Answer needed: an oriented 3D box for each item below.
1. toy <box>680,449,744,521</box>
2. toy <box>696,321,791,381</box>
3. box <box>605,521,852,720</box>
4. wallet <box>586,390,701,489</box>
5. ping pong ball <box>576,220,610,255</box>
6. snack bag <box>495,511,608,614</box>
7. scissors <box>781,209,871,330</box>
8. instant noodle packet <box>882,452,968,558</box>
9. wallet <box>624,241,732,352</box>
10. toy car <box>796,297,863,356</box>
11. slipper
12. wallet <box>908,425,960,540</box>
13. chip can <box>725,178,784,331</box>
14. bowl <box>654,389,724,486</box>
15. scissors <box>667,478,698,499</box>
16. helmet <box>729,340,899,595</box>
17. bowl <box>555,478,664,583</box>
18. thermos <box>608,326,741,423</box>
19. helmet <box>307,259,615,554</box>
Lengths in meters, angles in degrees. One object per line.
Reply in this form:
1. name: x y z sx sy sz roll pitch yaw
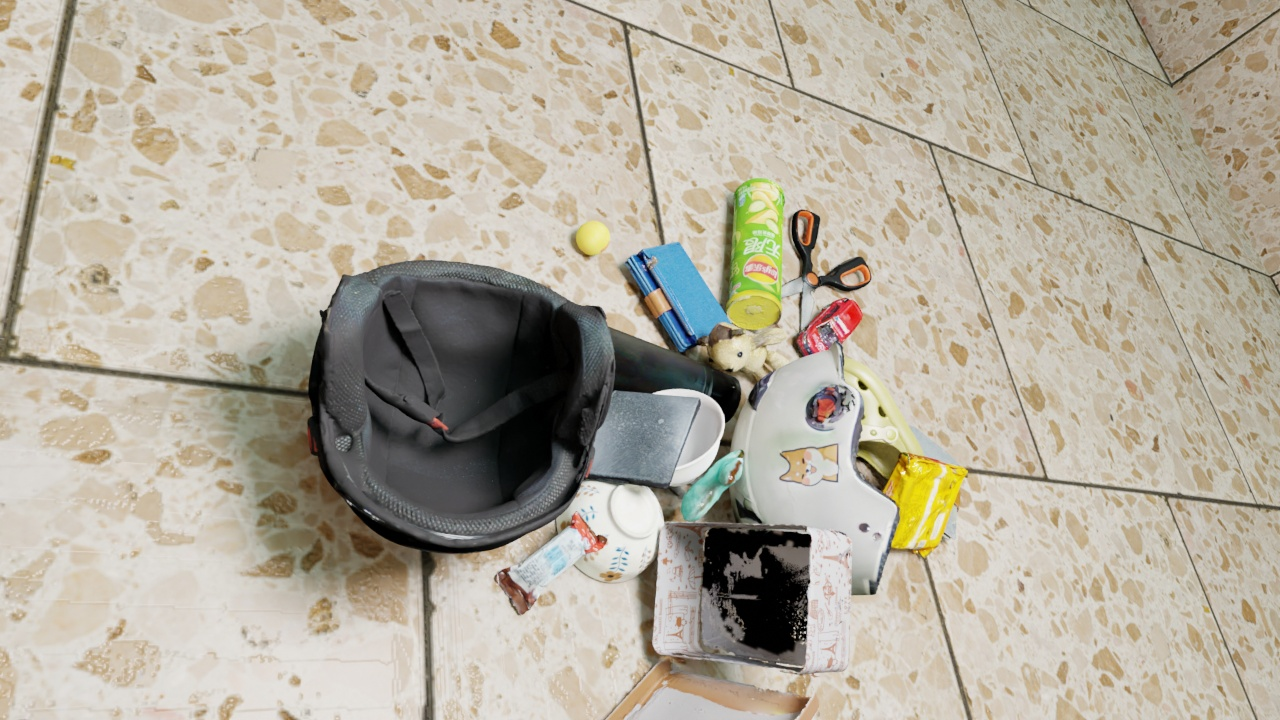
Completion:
1. toy: 0.073 0.126 0.922 0.030 0.092 0.096 42 4 1
2. toy: 0.133 0.001 1.095 0.157 0.105 0.066 29 53 -45
3. box: 0.079 0.264 0.828 0.130 0.180 0.271 48 53 -33
4. wallet: 0.000 0.077 0.925 0.120 0.097 0.019 -66 150 -42
5. ping pong ball: -0.056 -0.144 1.081 0.040 0.040 0.040 18 54 -27
6. snack bag: -0.082 0.185 0.849 0.105 0.026 0.045 -37 85 -14
7. scissors: 0.244 -0.127 1.307 0.220 0.022 0.224 -2 67 -32
8. instant noodle packet: 0.337 0.178 1.129 0.110 0.128 0.044 13 13 -28
9. wallet: 0.048 -0.079 1.120 0.106 0.040 0.133 -23 78 -51
10. toy car: 0.256 -0.042 1.235 0.120 0.045 0.053 -42 99 -34
11. slipper: 0.279 0.083 1.155 0.081 0.092 0.190 -37 89 -39
12. wallet: 0.385 0.163 1.218 0.106 0.037 0.129 34 49 -14
13. chip can: 0.154 -0.146 1.214 0.072 0.073 0.220 24 52 -23
14. bowl: 0.035 0.093 0.961 0.118 0.118 0.065 -62 146 -42
15. scissors: 0.001 0.108 0.990 0.165 0.014 0.163 -12 74 -42
16. helmet: 0.172 0.123 0.991 0.157 0.230 0.273 -12 66 4
17. bowl: -0.020 0.158 0.909 0.113 0.062 0.113 17 56 -27
18. thermos: -0.006 0.006 1.018 0.242 0.068 0.090 20 21 -28
19. helmet: -0.152 0.045 0.765 0.233 0.231 0.274 7 57 -14
